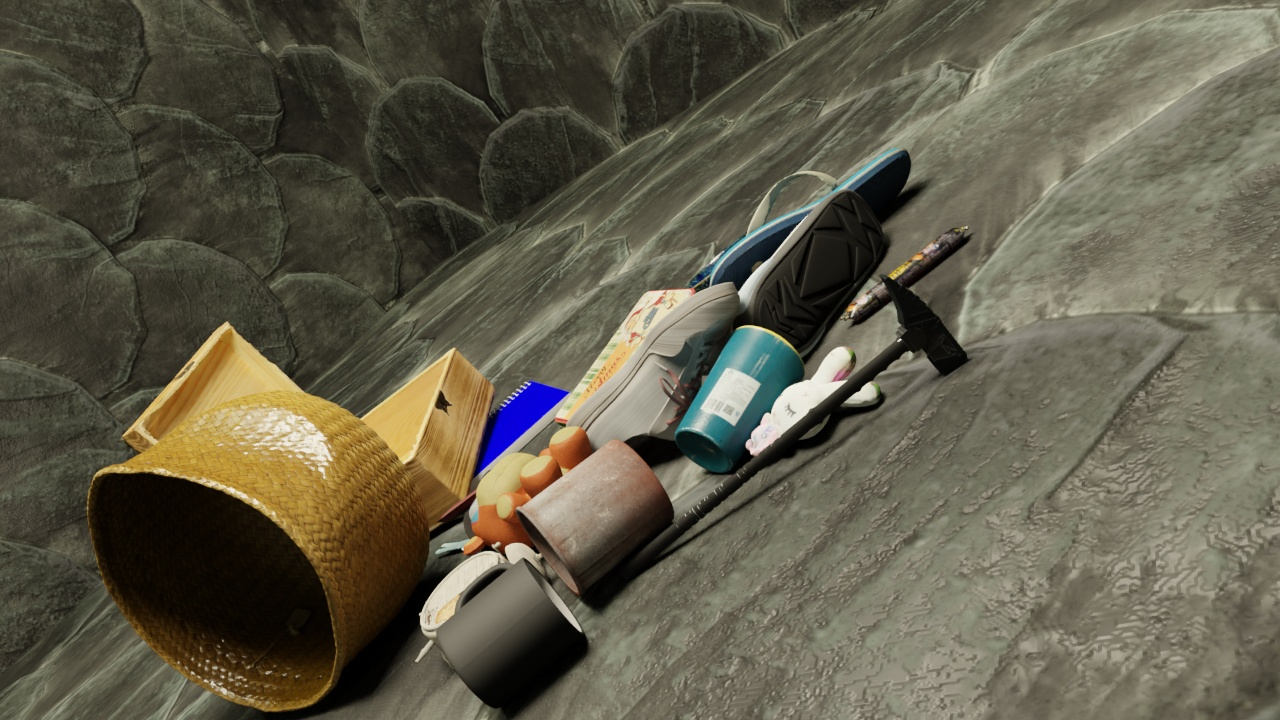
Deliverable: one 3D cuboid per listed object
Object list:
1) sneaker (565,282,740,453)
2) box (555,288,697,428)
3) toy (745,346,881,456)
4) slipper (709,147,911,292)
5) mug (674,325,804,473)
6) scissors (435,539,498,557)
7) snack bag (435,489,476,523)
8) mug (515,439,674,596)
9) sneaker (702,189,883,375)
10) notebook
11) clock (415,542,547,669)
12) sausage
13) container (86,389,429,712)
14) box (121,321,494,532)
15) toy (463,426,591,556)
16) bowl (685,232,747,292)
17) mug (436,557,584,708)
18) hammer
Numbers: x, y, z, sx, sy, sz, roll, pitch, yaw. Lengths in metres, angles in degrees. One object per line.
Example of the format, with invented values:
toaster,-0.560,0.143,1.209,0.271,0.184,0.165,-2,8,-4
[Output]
sneaker,0.029,0.027,0.894,0.237,0.089,0.099,-46,-15,28
box,-0.006,0.006,1.055,0.205,0.051,0.118,-54,22,-16
toy,0.140,0.039,0.772,0.123,0.038,0.079,-38,25,5
slipper,0.188,-0.160,1.058,0.294,0.118,0.060,-34,55,-13
mug,0.086,0.037,0.824,0.078,0.078,0.121,-11,35,54
scissors,-0.183,0.196,1.022,0.142,0.015,0.075,-8,34,46
snack bag,-0.177,0.153,1.022,0.057,0.013,0.158,-36,-7,7
mug,-0.043,0.131,0.790,0.110,0.096,0.123,-30,15,-19
sneaker,0.148,-0.077,0.988,0.255,0.093,0.161,-48,13,-35
notebook,-0.200,0.108,1.263,0.208,0.022,0.172,-42,20,-17
clock,-0.135,0.206,0.828,0.157,0.061,0.103,-38,18,1
sausage,0.257,-0.084,0.889,0.155,0.020,0.020,-37,18,-1
container,-0.377,0.188,0.953,0.308,0.307,0.196,-25,13,32
box,-0.418,0.078,1.194,0.287,0.336,0.278,-37,25,18
toy,-0.114,0.139,0.908,0.176,0.096,0.111,-56,-4,33
bowl,0.114,-0.101,1.120,0.114,0.061,0.114,-43,8,7
mug,-0.110,0.207,0.735,0.088,0.078,0.113,-39,32,-8
hammer,0.103,0.066,0.730,0.325,0.095,0.015,-41,17,8
